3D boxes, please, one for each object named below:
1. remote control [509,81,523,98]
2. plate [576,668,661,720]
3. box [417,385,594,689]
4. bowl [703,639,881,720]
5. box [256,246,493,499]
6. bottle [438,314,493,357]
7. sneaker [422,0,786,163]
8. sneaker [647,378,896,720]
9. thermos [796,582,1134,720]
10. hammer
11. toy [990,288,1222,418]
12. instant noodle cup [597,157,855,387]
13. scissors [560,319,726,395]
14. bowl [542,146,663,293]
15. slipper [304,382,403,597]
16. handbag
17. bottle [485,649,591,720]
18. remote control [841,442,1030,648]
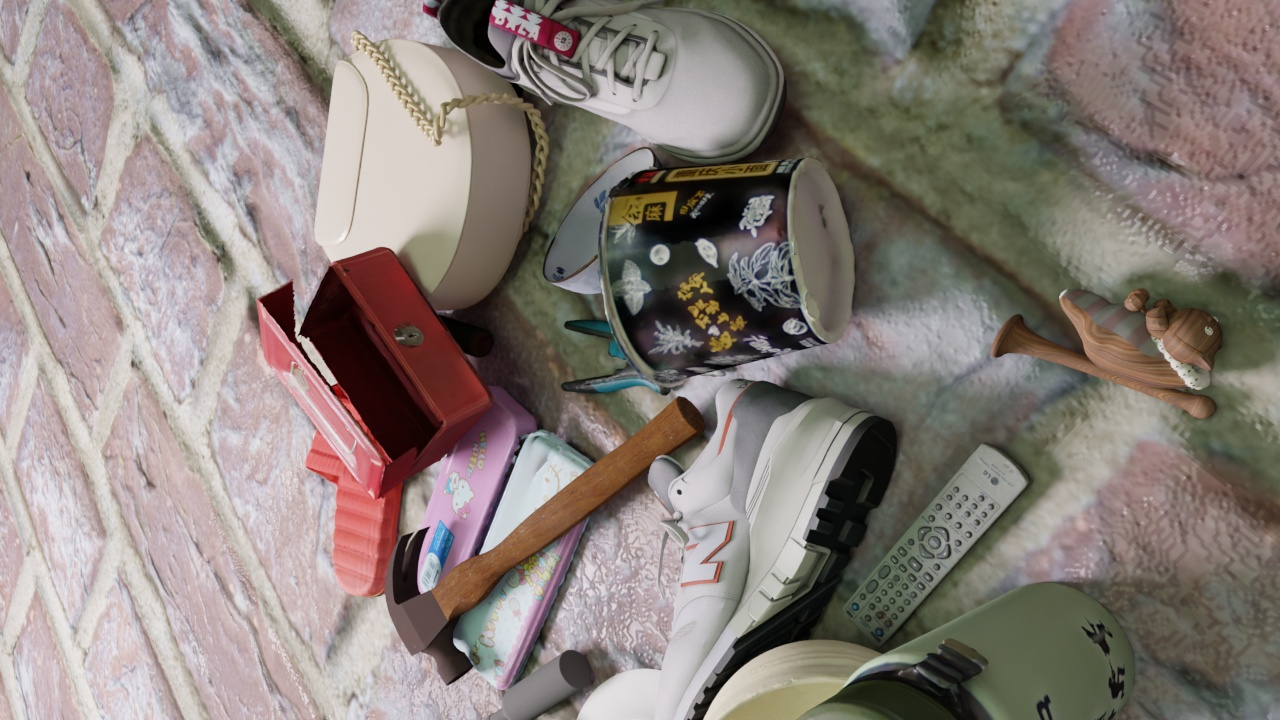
[{"bbox_3d":[-0.098,-0.262,0.737,0.034,0.013,0.150,29,108,36],"label":"remote control"},{"bbox_3d":[0.012,0.311,0.632,0.189,0.016,0.188,-1,88,40],"label":"plate"},{"bbox_3d":[-0.118,0.141,0.738,0.151,0.034,0.214,33,110,31],"label":"box"},{"bbox_3d":[0.102,0.212,0.505,0.151,0.075,0.151,2,112,5],"label":"bowl"},{"bbox_3d":[-0.205,0.011,0.709,0.157,0.110,0.134,52,147,4],"label":"box"},{"bbox_3d":[-0.167,-0.025,0.783,0.106,0.025,0.025,17,100,39],"label":"bottle"},{"bbox_3d":[-0.027,-0.202,0.605,0.263,0.128,0.097,28,107,35],"label":"sneaker"},{"bbox_3d":[0.052,0.113,0.568,0.124,0.088,0.240,38,104,39],"label":"sneaker"},{"bbox_3d":[0.143,0.146,0.388,0.082,0.231,0.082,-2,87,40],"label":"thermos"},{"bbox_3d":[-0.079,0.126,0.678,0.324,0.033,0.115,-39,76,26],"label":"hammer"},{"bbox_3d":[0.230,-0.010,0.444,0.102,0.041,0.055,25,127,29],"label":"toy"},{"bbox_3d":[0.057,-0.057,0.537,0.112,0.137,0.137,-7,85,30],"label":"instant noodle cup"},{"bbox_3d":[-0.007,-0.004,0.654,0.148,0.019,0.124,48,117,28],"label":"scissors"},{"bbox_3d":[-0.013,-0.087,0.629,0.114,0.045,0.114,-40,28,26],"label":"bowl"},{"bbox_3d":[-0.265,0.098,0.841,0.104,0.059,0.249,10,97,39],"label":"slipper"},{"bbox_3d":[-0.187,-0.148,0.744,0.209,0.103,0.211,25,110,36],"label":"handbag"},{"bbox_3d":[-0.084,0.259,0.705,0.113,0.030,0.030,-42,64,31],"label":"bottle"},{"bbox_3d":[0.163,0.104,0.513,0.033,0.013,0.137,47,117,30],"label":"remote control"}]
